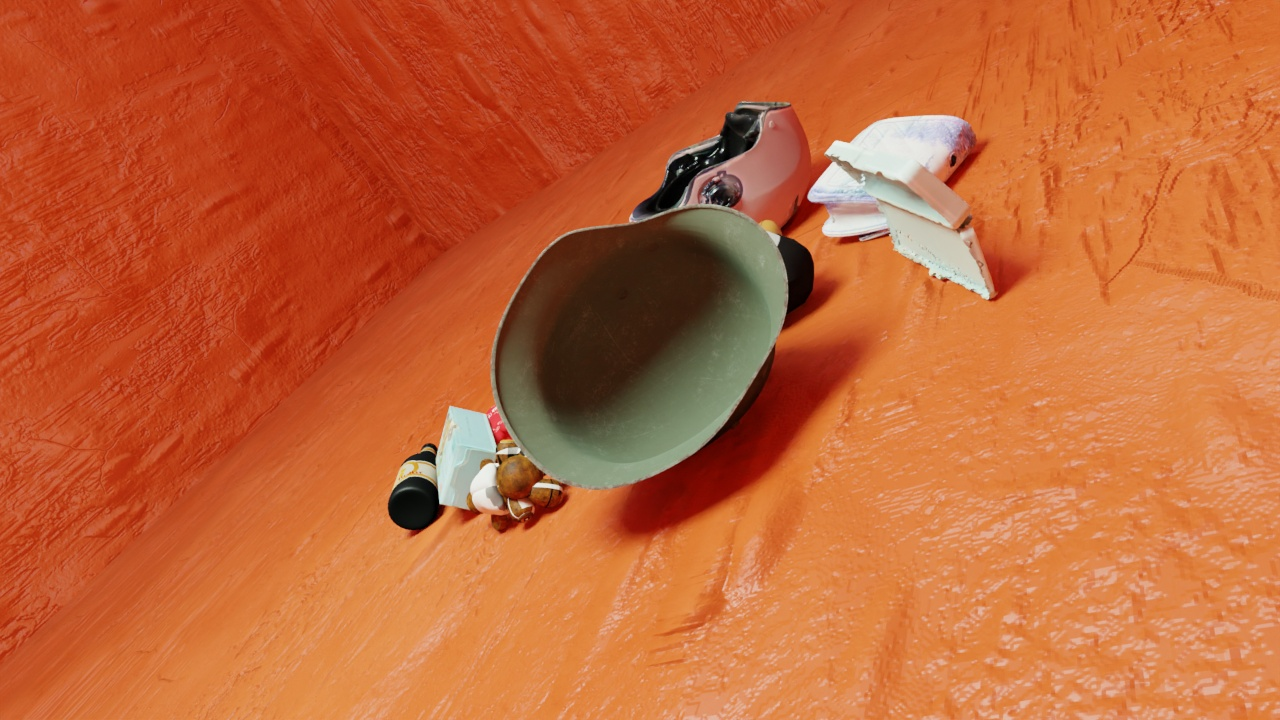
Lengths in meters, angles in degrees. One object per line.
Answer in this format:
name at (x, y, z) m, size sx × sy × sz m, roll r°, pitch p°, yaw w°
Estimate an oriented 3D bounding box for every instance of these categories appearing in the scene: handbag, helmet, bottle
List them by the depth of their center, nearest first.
helmet at (0.021, -0.008, 0.810) m, size 0.268 × 0.227 × 0.153 m, roll -44°, pitch -25°, yaw 10°
handbag at (0.277, -0.198, 1.002) m, size 0.127 × 0.069 × 0.158 m, roll 10°, pitch 48°, yaw 48°
bottle at (-0.282, 0.151, 1.179) m, size 0.059 × 0.059 × 0.181 m, roll -35°, pitch 18°, yaw 6°
bottle at (-0.178, 0.082, 1.183) m, size 0.042 × 0.042 × 0.141 m, roll -39°, pitch 18°, yaw -5°
helmet at (0.115, -0.225, 1.219) m, size 0.255 × 0.152 × 0.230 m, roll -39°, pitch 21°, yaw -2°

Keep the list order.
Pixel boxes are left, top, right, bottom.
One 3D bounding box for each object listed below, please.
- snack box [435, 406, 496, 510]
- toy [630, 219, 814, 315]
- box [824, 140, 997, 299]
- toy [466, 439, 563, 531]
snack box at (-0.210, 0.115, 1.099) m, size 0.174 × 0.053 × 0.075 m, roll -137°, pitch 62°, yaw -72°
toy at (0.088, -0.074, 0.953) m, size 0.184 × 0.159 × 0.140 m, roll -4°, pitch 72°, yaw 26°
box at (0.232, -0.130, 0.788) m, size 0.044 × 0.136 × 0.197 m, roll -40°, pitch 17°, yaw 8°
toy at (-0.136, 0.128, 0.939) m, size 0.067 × 0.087 × 0.113 m, roll -2°, pitch -22°, yaw -38°
